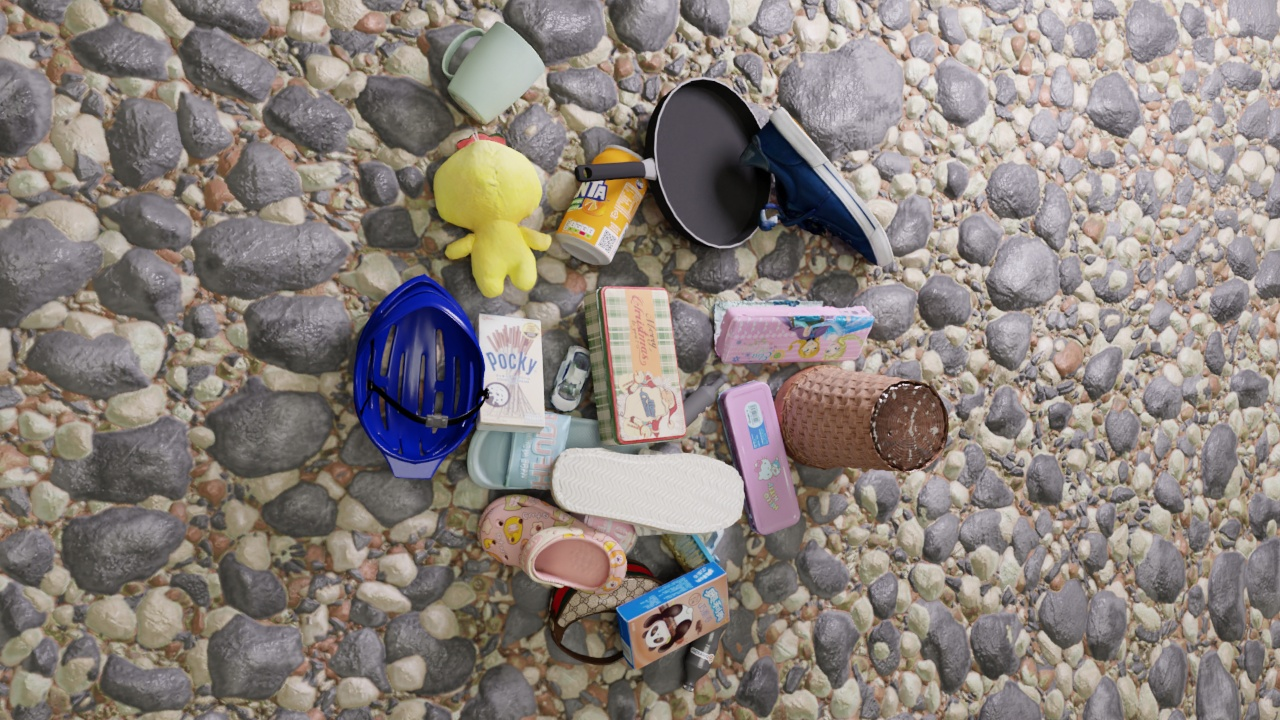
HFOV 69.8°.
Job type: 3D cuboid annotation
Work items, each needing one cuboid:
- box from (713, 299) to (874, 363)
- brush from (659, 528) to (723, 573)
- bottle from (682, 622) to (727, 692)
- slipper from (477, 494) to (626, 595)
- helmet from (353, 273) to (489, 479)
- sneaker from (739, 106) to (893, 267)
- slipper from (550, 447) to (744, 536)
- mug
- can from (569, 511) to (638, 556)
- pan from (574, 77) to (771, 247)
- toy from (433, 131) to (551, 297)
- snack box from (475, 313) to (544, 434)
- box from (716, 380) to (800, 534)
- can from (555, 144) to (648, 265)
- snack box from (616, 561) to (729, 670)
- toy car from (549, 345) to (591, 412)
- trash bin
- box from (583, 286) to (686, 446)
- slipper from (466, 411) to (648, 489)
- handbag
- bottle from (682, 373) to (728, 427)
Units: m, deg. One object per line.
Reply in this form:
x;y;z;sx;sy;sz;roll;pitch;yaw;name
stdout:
0.210;-0.048;1.308;0.230;0.076;0.085;-1;127;-22;box
0.078;0.245;1.247;0.075;0.055;0.136;-36;103;-12;brush
0.085;0.400;1.259;0.036;0.036;0.109;26;81;-19;bottle
-0.114;0.230;1.121;0.197;0.081;0.093;18;96;11;slipper
-0.243;0.013;1.031;0.147;0.228;0.241;5;85;-22;helmet
0.243;-0.210;1.290;0.127;0.120;0.294;-41;120;17;sneaker
0.009;0.164;1.167;0.272;0.054;0.114;9;67;-27;slipper
-0.193;-0.360;1.137;0.111;0.084;0.104;41;88;12;mug
-0.049;0.214;1.192;0.076;0.067;0.067;19;83;-21;can
0.046;-0.249;1.186;0.355;0.034;0.225;-15;98;-41;pan
-0.181;-0.183;1.129;0.133;0.092;0.207;-11;96;-18;toy
-0.163;0.016;1.139;0.082;0.026;0.149;5;63;-21;snack box
0.166;0.137;1.294;0.076;0.036;0.214;-16;96;-17;box
-0.047;-0.199;1.186;0.079;0.079;0.142;29;80;-19;can
0.044;0.331;1.194;0.151;0.034;0.087;-20;122;-23;snack box
-0.089;0.025;1.198;0.038;0.027;0.089;22;82;-22;toy car
0.294;0.081;1.248;0.151;0.210;0.151;0;89;-21;trash bin
-0.007;0.007;1.190;0.117;0.050;0.205;0;81;-40;box
-0.098;0.116;1.170;0.245;0.074;0.104;5;87;-22;slipper
-0.038;0.334;1.208;0.166;0.063;0.138;9;104;-26;handbag
0.079;0.058;1.261;0.112;0.030;0.030;-41;104;-16;bottle
